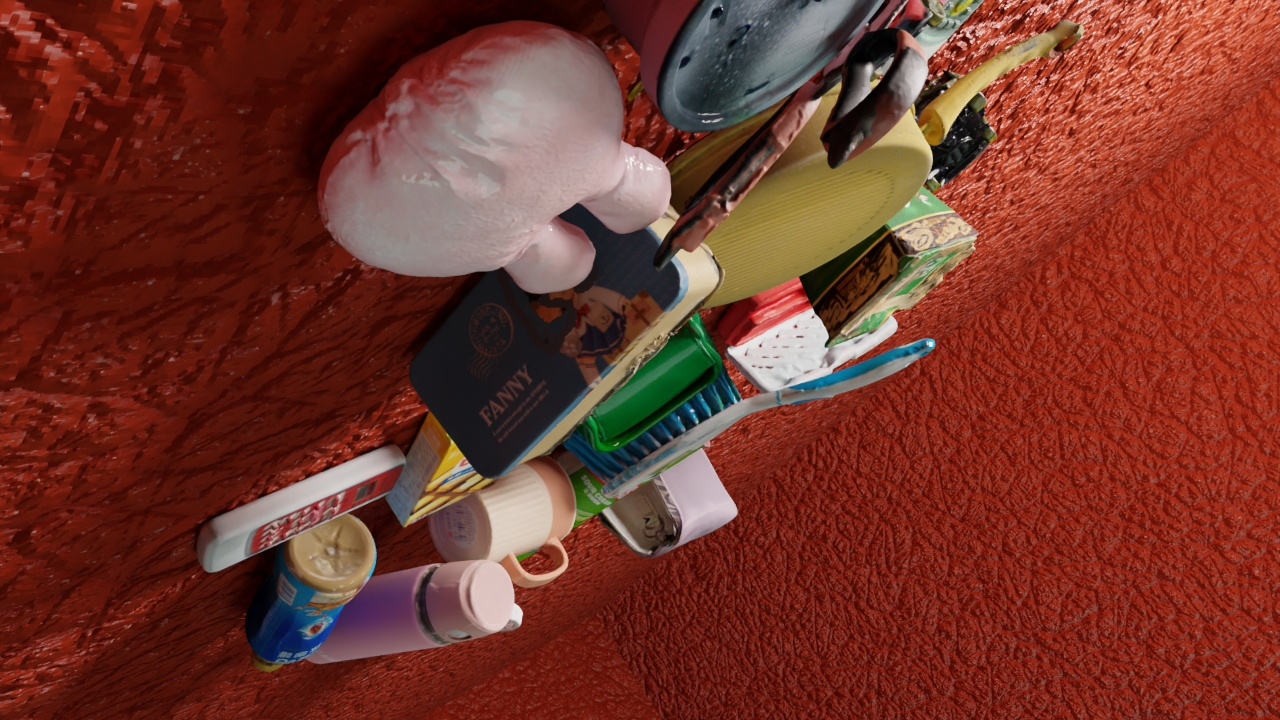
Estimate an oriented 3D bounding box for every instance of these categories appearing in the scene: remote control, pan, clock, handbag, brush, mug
[{"bbox_3d":[0.186,-0.217,0.523,0.056,0.019,0.135,-18,157,-50],"label":"remote control"},{"bbox_3d":[0.148,-0.136,0.584,0.357,0.078,0.198,-20,165,-12],"label":"pan"},{"bbox_3d":[0.042,-0.153,0.322,0.117,0.060,0.159,-31,166,-16],"label":"clock"},{"bbox_3d":[0.017,0.138,1.008,0.098,0.145,0.196,-42,163,14],"label":"handbag"},{"bbox_3d":[0.084,0.029,0.782,0.315,0.109,0.060,-34,165,14],"label":"brush"},{"bbox_3d":[-0.217,0.095,0.595,0.135,0.020,0.056,-24,162,-39],"label":"remote control"},{"bbox_3d":[-0.004,0.004,0.714,0.131,0.068,0.120,-34,158,-2],"label":"handbag"},{"bbox_3d":[-0.112,0.144,0.798,0.082,0.114,0.105,-42,162,32],"label":"mug"}]

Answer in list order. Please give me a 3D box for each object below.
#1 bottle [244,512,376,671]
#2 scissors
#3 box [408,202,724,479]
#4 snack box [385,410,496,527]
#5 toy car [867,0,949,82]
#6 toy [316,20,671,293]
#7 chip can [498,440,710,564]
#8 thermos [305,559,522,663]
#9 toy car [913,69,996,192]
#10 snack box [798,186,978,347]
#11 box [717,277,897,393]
[{"bbox_3d":[-0.259,0.186,0.695,0.065,0.065,0.219,-22,160,-43],"label":"bottle"},{"bbox_3d":[0.085,-0.122,0.395,0.222,0.015,0.189,-50,-167,-4],"label":"scissors"},{"bbox_3d":[-0.047,-0.015,0.496,0.185,0.090,0.061,-46,167,23],"label":"box"},{"bbox_3d":[-0.130,0.067,0.678,0.086,0.033,0.141,-24,160,-39],"label":"snack box"},{"bbox_3d":[0.135,-0.177,0.469,0.049,0.031,0.106,-40,-173,45],"label":"toy car"},{"bbox_3d":[-0.050,-0.071,0.367,0.121,0.054,0.159,-36,156,14],"label":"toy"},{"bbox_3d":[-0.050,0.112,0.887,0.236,0.072,0.072,-33,166,11],"label":"chip can"},{"bbox_3d":[-0.192,0.212,0.764,0.199,0.067,0.087,-17,139,26],"label":"thermos"},{"bbox_3d":[0.234,-0.174,0.714,0.070,0.042,0.158,-42,158,17],"label":"toy car"},{"bbox_3d":[0.179,-0.093,0.728,0.117,0.105,0.118,-19,157,-42],"label":"snack box"},{"bbox_3d":[0.178,-0.040,0.897,0.201,0.101,0.095,-26,164,-33],"label":"box"}]
